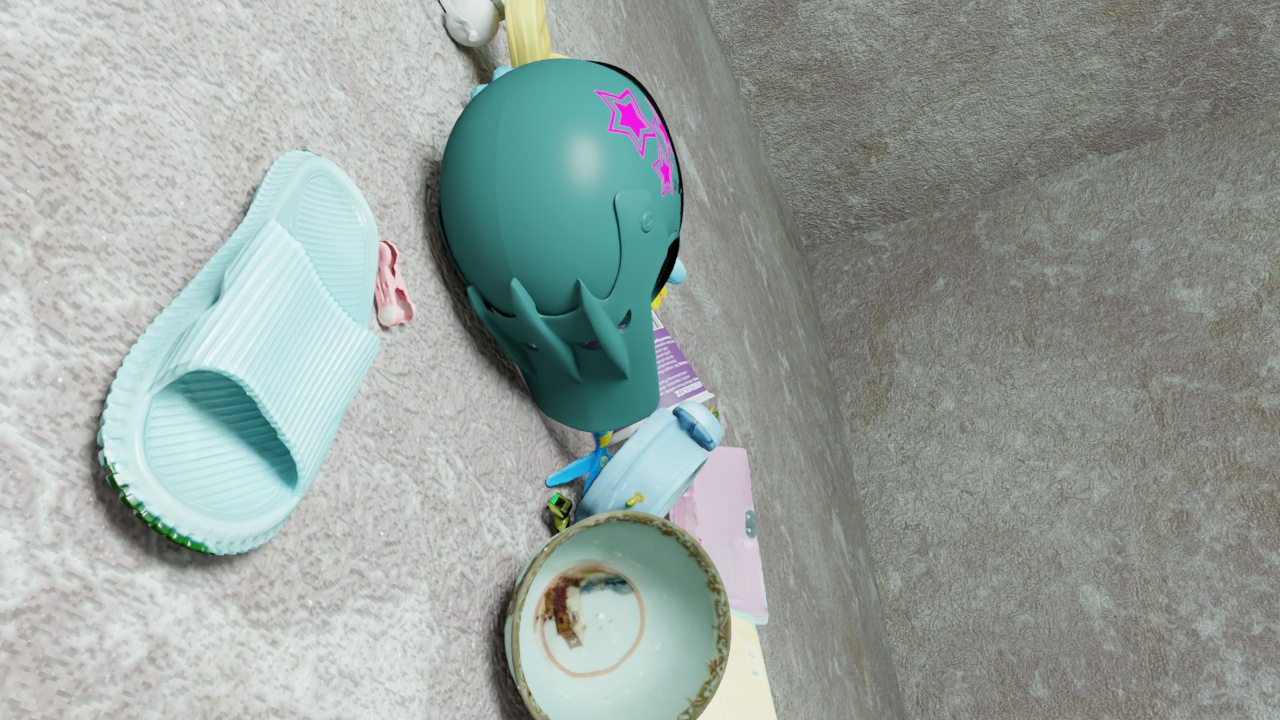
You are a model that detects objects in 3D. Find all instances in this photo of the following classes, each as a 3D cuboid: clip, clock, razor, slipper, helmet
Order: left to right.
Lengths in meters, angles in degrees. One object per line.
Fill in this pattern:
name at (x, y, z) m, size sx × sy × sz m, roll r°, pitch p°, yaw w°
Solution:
slipper at (-0.174, -0.023, 0.469) m, size 0.275 × 0.069 × 0.116 m, roll -89°, pitch 159°, yaw -47°
clip at (-0.166, -0.047, 0.596) m, size 0.045 × 0.023 × 0.060 m, roll -83°, pitch 156°, yaw -56°
clock at (-0.157, -0.355, 0.842) m, size 0.159 × 0.061 × 0.120 m, roll -76°, pitch 145°, yaw -61°
slipper at (-0.073, -0.252, 0.898) m, size 0.264 × 0.078 × 0.099 m, roll 79°, pitch 10°, yaw -57°
helmet at (-0.054, -0.090, 0.726) m, size 0.199 × 0.177 × 0.275 m, roll -68°, pitch 149°, yaw -44°
razor at (-0.049, 0.179, 0.747) m, size 0.044 × 0.021 × 0.144 m, roll -57°, pitch 129°, yaw -85°
clock at (0.012, 0.090, 0.761) m, size 0.060 × 0.118 × 0.161 m, roll 39°, pitch 49°, yaw 10°

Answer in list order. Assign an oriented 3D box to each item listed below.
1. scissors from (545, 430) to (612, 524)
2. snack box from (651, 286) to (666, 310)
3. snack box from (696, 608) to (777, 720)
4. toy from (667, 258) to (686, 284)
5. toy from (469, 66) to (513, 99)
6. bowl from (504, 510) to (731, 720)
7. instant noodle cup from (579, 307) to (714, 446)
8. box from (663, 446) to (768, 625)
scissors at (-0.034, 0.080, 0.799) m, size 0.125 × 0.016 × 0.123 m, roll -21°, pitch 110°, yaw -42°
snack box at (-0.009, -0.140, 1.169) m, size 0.075 × 0.025 × 0.152 m, roll -61°, pitch 131°, yaw -67°
snack box at (0.046, 0.274, 0.717) m, size 0.141 × 0.044 × 0.193 m, roll 25°, pitch 35°, yaw -29°
toy at (-0.008, -0.102, 1.017) m, size 0.182 × 0.115 × 0.181 m, roll -62°, pitch 145°, yaw -54°
toy at (-0.094, -0.203, 0.829) m, size 0.133 × 0.092 × 0.062 m, roll 48°, pitch -3°, yaw -28°
bowl at (-0.027, 0.186, 0.649) m, size 0.094 × 0.159 × 0.160 m, roll -17°, pitch -91°, yaw 66°
instant noodle cup at (-0.005, 0.005, 0.909) m, size 0.122 × 0.122 × 0.136 m, roll 65°, pitch 25°, yaw 4°
box at (0.081, 0.158, 0.988) m, size 0.107 × 0.115 × 0.232 m, roll 95°, pitch -5°, yaw -47°
